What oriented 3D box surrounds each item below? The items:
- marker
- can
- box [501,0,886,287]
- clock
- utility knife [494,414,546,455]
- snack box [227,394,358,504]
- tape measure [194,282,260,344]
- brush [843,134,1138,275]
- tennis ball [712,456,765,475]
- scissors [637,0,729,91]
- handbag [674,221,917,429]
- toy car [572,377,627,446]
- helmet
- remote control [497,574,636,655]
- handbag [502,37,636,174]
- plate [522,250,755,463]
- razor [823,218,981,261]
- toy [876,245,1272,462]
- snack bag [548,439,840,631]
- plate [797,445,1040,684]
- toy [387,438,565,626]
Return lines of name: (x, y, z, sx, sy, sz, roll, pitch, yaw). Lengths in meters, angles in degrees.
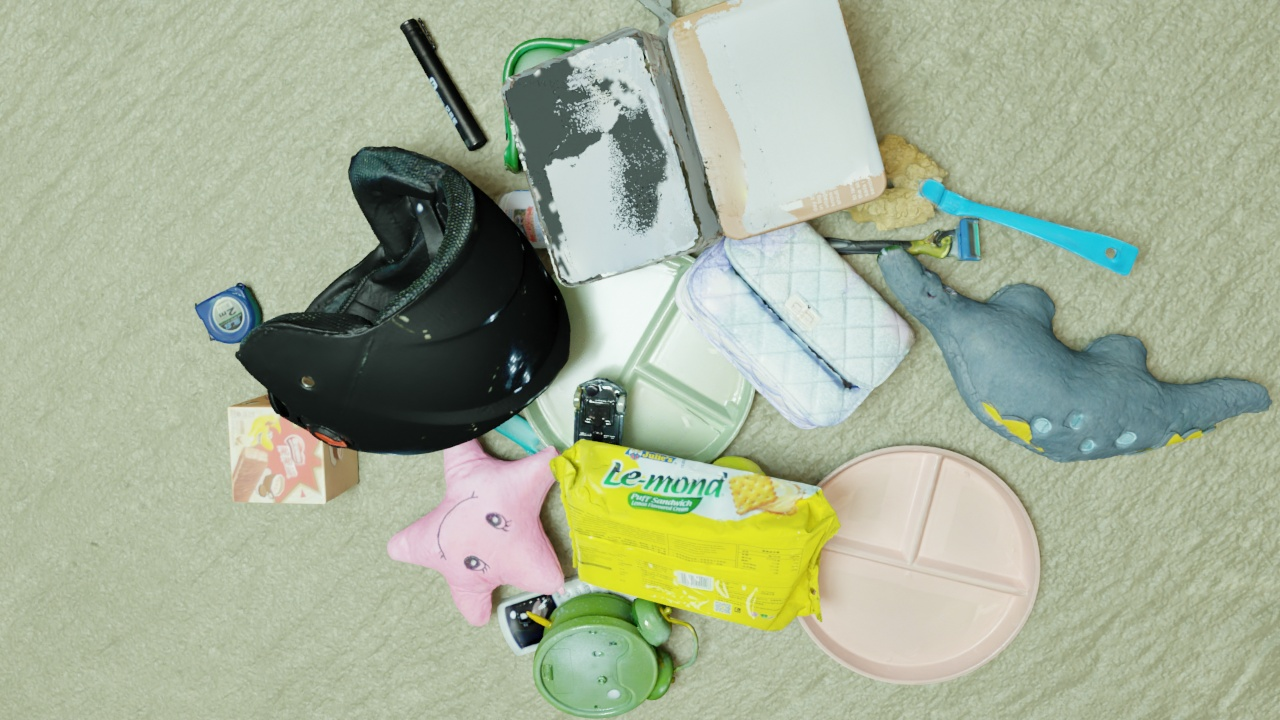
marker: (-0.183, -0.257, 0.856, 0.022, 0.020, 0.132, -30, 92, -7)
can: (-0.062, -0.128, 0.831, 0.135, 0.053, 0.053, 2, 97, 16)
box: (0.042, -0.175, 0.712, 0.263, 0.088, 0.178, -14, 96, 23)
clock: (-0.025, 0.276, 0.870, 0.161, 0.056, 0.116, -3, 117, 0)
utility knife: (-0.158, 0.046, 0.893, 0.193, 0.013, 0.029, 31, 99, 2)
snack box: (-0.334, 0.083, 0.887, 0.094, 0.077, 0.093, 1, 97, 6)
tape measure: (-0.403, -0.044, 0.906, 0.058, 0.025, 0.054, -24, 96, 13)
brush: (0.291, -0.126, 0.784, 0.255, 0.046, 0.083, 22, 89, 15)
tennis ball: (0.086, 0.121, 0.847, 0.065, 0.065, 0.065, 1, 97, 7)
scissors: (0.019, -0.294, 0.796, 0.177, 0.014, 0.159, 36, 61, -9)
handbag: (0.136, -0.040, 0.802, 0.194, 0.076, 0.134, 44, 77, -5)
toy car: (-0.038, 0.064, 0.843, 0.049, 0.031, 0.106, 6, 109, 5)
helmet: (-0.198, -0.030, 0.784, 0.230, 0.232, 0.276, 38, 138, -25)
remote control: (-0.067, 0.243, 0.903, 0.150, 0.021, 0.058, -21, 94, 8)
handbag: (-0.059, -0.221, 0.820, 0.131, 0.068, 0.120, 7, 98, 6)
plate: (-0.005, 0.005, 0.863, 0.230, 0.027, 0.230, 1, 96, 6)
razor: (0.229, -0.102, 0.824, 0.143, 0.022, 0.042, -1, 63, 11)
toy: (0.354, 0.011, 0.790, 0.356, 0.091, 0.138, 24, 88, 1)
snack bag: (0.044, 0.160, 0.805, 0.247, 0.068, 0.158, 10, 135, 13)
plate: (0.250, 0.189, 0.855, 0.229, 0.028, 0.229, 1, 97, 6)
toy: (-0.136, 0.158, 0.872, 0.178, 0.074, 0.195, 34, 101, 10)
